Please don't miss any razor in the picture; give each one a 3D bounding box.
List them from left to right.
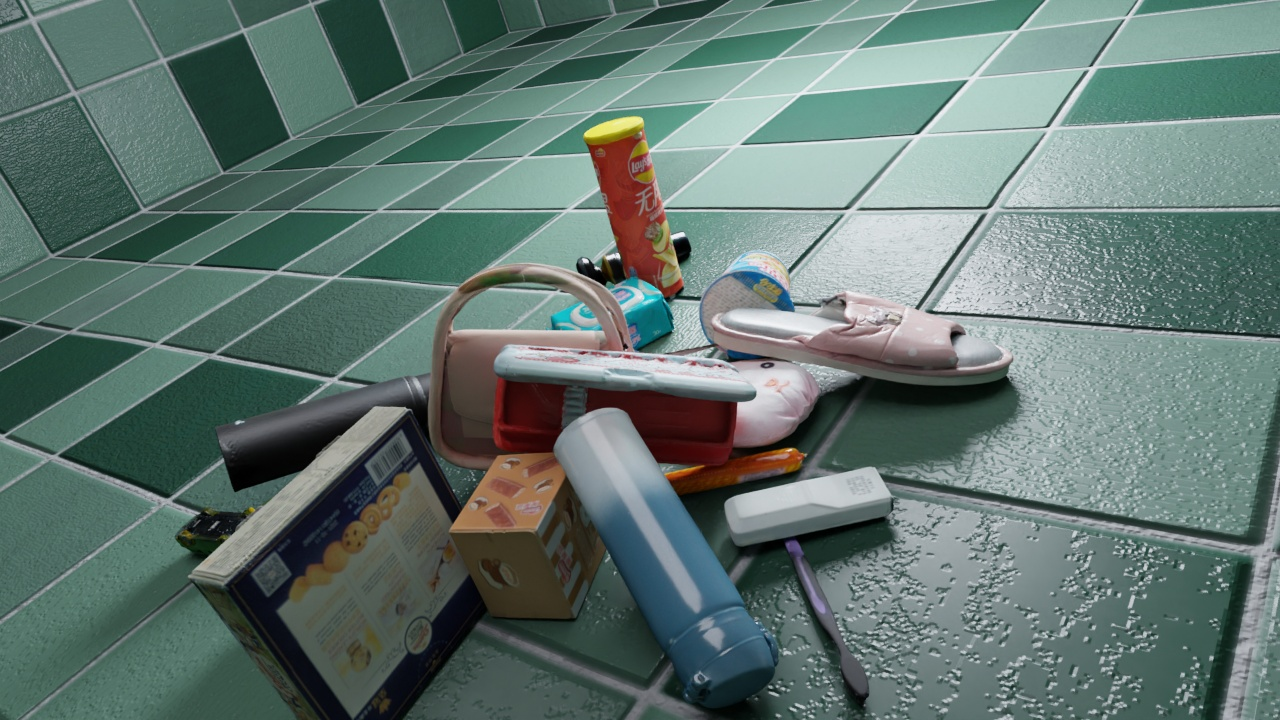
[{"bbox_3d":[-0.006,-0.128,1.192,0.167,0.062,0.068,-24,-2,-22],"label":"razor"}]

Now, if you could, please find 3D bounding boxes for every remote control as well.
[{"bbox_3d":[0.128,0.112,0.712,0.125,0.024,0.049,-12,25,0],"label":"remote control"}]

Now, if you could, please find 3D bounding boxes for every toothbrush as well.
[{"bbox_3d":[0.124,0.168,0.641,0.014,0.017,0.188,-12,26,-3],"label":"toothbrush"}]

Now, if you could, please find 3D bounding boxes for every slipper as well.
[{"bbox_3d":[0.197,-0.027,0.844,0.275,0.054,0.113,9,22,23],"label":"slipper"}]

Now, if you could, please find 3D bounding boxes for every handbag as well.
[{"bbox_3d":[-0.093,-0.001,0.801,0.193,0.235,0.093,0,50,-1],"label":"handbag"}]

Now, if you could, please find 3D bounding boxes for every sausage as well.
[{"bbox_3d":[0.062,0.099,0.782,0.165,0.021,0.021,-13,29,8],"label":"sausage"}]

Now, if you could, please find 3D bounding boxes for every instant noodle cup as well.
[{"bbox_3d":[0.118,-0.068,0.975,0.099,0.099,0.109,-8,23,18],"label":"instant noodle cup"}]

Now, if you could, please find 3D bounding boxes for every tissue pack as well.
[{"bbox_3d":[-0.036,-0.043,1.052,0.133,0.050,0.093,-29,32,-19],"label":"tissue pack"}]

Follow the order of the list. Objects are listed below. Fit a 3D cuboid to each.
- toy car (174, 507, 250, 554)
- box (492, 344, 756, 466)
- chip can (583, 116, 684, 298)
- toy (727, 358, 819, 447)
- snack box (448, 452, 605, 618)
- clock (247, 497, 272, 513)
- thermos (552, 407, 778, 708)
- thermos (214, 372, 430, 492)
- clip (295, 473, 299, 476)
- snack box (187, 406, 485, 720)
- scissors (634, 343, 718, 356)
[{"bbox_3d":[-0.415,0.171,0.905,0.091,0.036,0.043,-4,31,25],"label":"toy car"},{"bbox_3d":[-0.016,0.042,0.727,0.201,0.095,0.100,5,8,-6],"label":"box"},{"bbox_3d":[-0.006,-0.176,1.095,0.073,0.217,0.073,-13,28,7],"label":"chip can"},{"bbox_3d":[0.086,0.036,0.849,0.160,0.054,0.121,7,34,46],"label":"toy"},{"bbox_3d":[-0.083,0.136,0.723,0.077,0.093,0.094,-5,31,22],"label":"snack box"},{"bbox_3d":[-0.267,0.162,0.761,0.161,0.056,0.116,-9,65,23],"label":"clock"},{"bbox_3d":[0.014,0.131,0.632,0.070,0.070,0.220,-25,56,-14],"label":"thermos"},{"bbox_3d":[-0.309,0.071,0.965,0.242,0.068,0.090,-16,-12,-25],"label":"thermos"},{"bbox_3d":[-0.317,0.146,0.916,0.034,0.086,0.104,-32,4,-22],"label":"clip"},{"bbox_3d":[-0.196,0.157,0.657,0.046,0.183,0.177,0,34,33],"label":"snack box"},{"bbox_3d":[-0.007,-0.001,0.905,0.162,0.162,0.012,-23,62,13],"label":"scissors"}]
